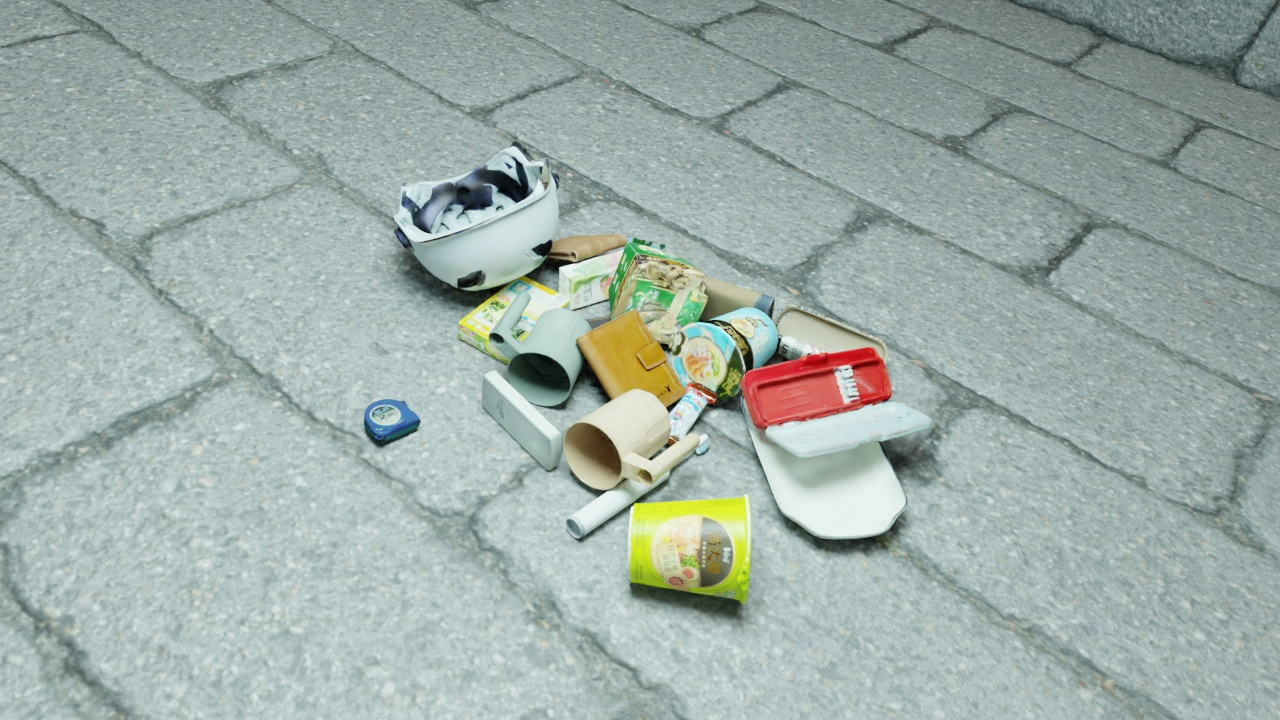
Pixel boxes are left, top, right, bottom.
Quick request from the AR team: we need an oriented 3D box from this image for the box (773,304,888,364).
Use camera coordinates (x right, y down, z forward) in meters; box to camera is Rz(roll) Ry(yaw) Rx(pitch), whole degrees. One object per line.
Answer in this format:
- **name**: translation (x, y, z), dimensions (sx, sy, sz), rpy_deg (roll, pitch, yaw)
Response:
- **box**: translation (0.253, -0.023, 1.244), dimensions (0.162, 0.075, 0.086), rpy_deg (22, 73, 16)

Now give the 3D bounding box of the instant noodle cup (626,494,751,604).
- **instant noodle cup**: translation (0.048, 0.192, 0.946), dimensions (0.123, 0.112, 0.111), rpy_deg (2, 41, 3)

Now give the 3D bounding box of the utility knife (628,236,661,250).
- **utility knife**: translation (0.054, -0.144, 1.389), dimensions (0.185, 0.013, 0.029), rpy_deg (33, 42, 22)

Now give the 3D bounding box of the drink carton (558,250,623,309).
- **drink carton**: translation (-0.058, -0.117, 1.306), dimensions (0.122, 0.054, 0.045), rpy_deg (-19, 45, -29)

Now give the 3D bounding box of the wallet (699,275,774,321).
- **wallet**: translation (0.125, -0.073, 1.268), dimensions (0.115, 0.090, 0.033), rpy_deg (19, 60, 12)

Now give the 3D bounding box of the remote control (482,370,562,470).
- **remote control**: translation (-0.140, 0.070, 1.075), dimensions (0.019, 0.056, 0.135), rpy_deg (-27, 52, -36)

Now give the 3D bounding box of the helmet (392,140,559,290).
- **helmet**: translation (-0.210, -0.178, 1.258), dimensions (0.229, 0.146, 0.258), rpy_deg (-25, 35, -10)

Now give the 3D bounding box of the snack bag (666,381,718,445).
- **snack bag**: translation (0.054, 0.067, 1.137), dimensions (0.045, 0.026, 0.105), rpy_deg (32, 54, 10)

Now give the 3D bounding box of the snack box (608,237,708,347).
- **snack box**: translation (0.015, -0.095, 1.237), dimensions (0.118, 0.118, 0.105), rpy_deg (13, 26, -23)

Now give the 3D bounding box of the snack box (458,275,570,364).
- **snack box**: translation (-0.167, -0.056, 1.231), dimensions (0.087, 0.034, 0.140), rpy_deg (27, 42, 18)

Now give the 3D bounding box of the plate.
- **plate**: translation (0.214, 0.116, 1.112), dimensions (0.162, 0.034, 0.265), rpy_deg (-2, 43, -13)

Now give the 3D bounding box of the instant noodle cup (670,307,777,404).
- **instant noodle cup**: translation (0.117, -0.017, 1.195), dimensions (0.111, 0.111, 0.120), rpy_deg (32, 38, 23)

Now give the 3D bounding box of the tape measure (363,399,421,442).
- **tape measure**: translation (-0.293, 0.070, 1.067), dimensions (0.058, 0.025, 0.054), rpy_deg (-23, 49, -38)

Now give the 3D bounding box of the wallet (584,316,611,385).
- **wallet**: translation (-0.031, -0.014, 1.221), dimensions (0.096, 0.020, 0.122), rpy_deg (-6, 44, -13)

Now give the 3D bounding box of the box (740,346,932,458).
- **box**: translation (0.235, 0.056, 1.114), dimensions (0.200, 0.069, 0.157), rpy_deg (-10, 48, -23)

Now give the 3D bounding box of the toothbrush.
- **toothbrush**: translation (0.005, 0.138, 1.051), dimensions (0.220, 0.026, 0.027), rpy_deg (-29, 18, -37)

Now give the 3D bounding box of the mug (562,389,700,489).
- **mug**: translation (-0.008, 0.093, 1.040), dimensions (0.125, 0.084, 0.103), rpy_deg (17, 31, 31)

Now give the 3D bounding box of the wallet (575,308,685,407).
- **wallet**: translation (-0.007, 0.007, 1.152), dimensions (0.118, 0.035, 0.130), rpy_deg (-31, 88, -38)

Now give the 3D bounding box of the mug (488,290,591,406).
- **mug**: translation (-0.124, -0.020, 1.141), dimensions (0.124, 0.084, 0.103), rpy_deg (46, 36, -17)

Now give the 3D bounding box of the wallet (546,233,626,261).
- **wallet**: translation (-0.094, -0.167, 1.342), dimensions (0.115, 0.020, 0.101), rpy_deg (10, 25, 45)
